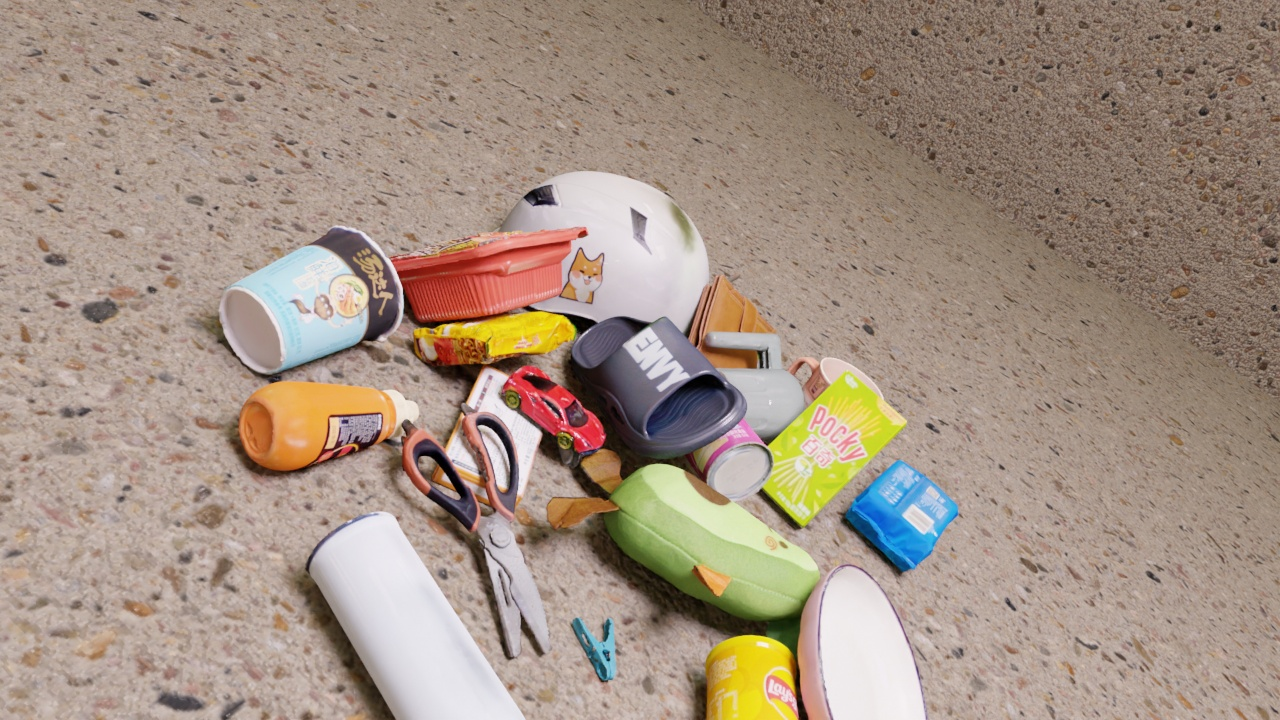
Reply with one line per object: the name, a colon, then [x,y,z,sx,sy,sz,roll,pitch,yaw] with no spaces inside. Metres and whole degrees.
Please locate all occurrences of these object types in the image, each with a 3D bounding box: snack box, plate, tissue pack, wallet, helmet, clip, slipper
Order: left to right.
snack box: [-0.128,0.067,0.824,0.075,0.026,0.153,26,31,-10]
clip: [-0.068,0.077,0.865,0.042,0.026,0.058,22,31,-31]
clip: [-0.030,0.219,0.700,0.033,0.013,0.054,10,37,-31]
helmet: [-0.032,-0.136,1.079,0.274,0.157,0.229,37,30,9]
slipper: [-0.005,0.005,0.883,0.268,0.110,0.083,38,-19,55]
wallet: [0.109,-0.028,1.073,0.130,0.035,0.118,39,63,-41]
snack box: [0.194,0.092,0.964,0.086,0.156,0.026,45,-5,21]
plate: [0.174,0.262,0.734,0.192,0.039,0.192,35,44,-42]
tissue pack: [0.292,0.170,1.021,0.095,0.052,0.156,44,32,16]

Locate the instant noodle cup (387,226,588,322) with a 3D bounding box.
instant noodle cup: [-0.156,-0.089,0.921,0.164,0.189,0.079,-23,105,-54]

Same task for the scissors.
scissors: [-0.127,0.126,0.717,0.206,0.015,0.201,31,41,-6]

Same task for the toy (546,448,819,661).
toy: [0.046,0.152,0.785,0.247,0.090,0.226,28,11,1]

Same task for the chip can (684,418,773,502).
chip can: [0.055,0.052,0.924,0.071,0.071,0.210,12,24,-30]

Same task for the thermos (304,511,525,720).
thermos: [-0.129,0.201,0.586,0.073,0.073,0.224,-10,50,-48]

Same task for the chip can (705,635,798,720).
chip can: [0.079,0.293,0.629,0.072,0.072,0.212,25,31,-10]

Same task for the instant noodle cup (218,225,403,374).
instant noodle cup: [-0.284,-0.045,0.783,0.111,0.111,0.120,38,39,11]

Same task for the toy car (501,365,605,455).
toy car: [-0.077,0.045,0.846,0.106,0.031,0.049,40,31,7]

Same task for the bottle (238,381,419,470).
bottle: [-0.237,0.047,0.727,0.067,0.067,0.149,46,26,24]

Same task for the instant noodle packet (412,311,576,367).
instant noodle packet: [-0.142,-0.022,0.892,0.111,0.044,0.128,5,13,35]

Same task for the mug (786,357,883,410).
mug: [0.206,0.053,1.062,0.081,0.106,0.114,-3,44,-44]

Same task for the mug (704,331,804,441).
mug: [0.114,0.029,1.015,0.103,0.084,0.124,2,82,-37]
